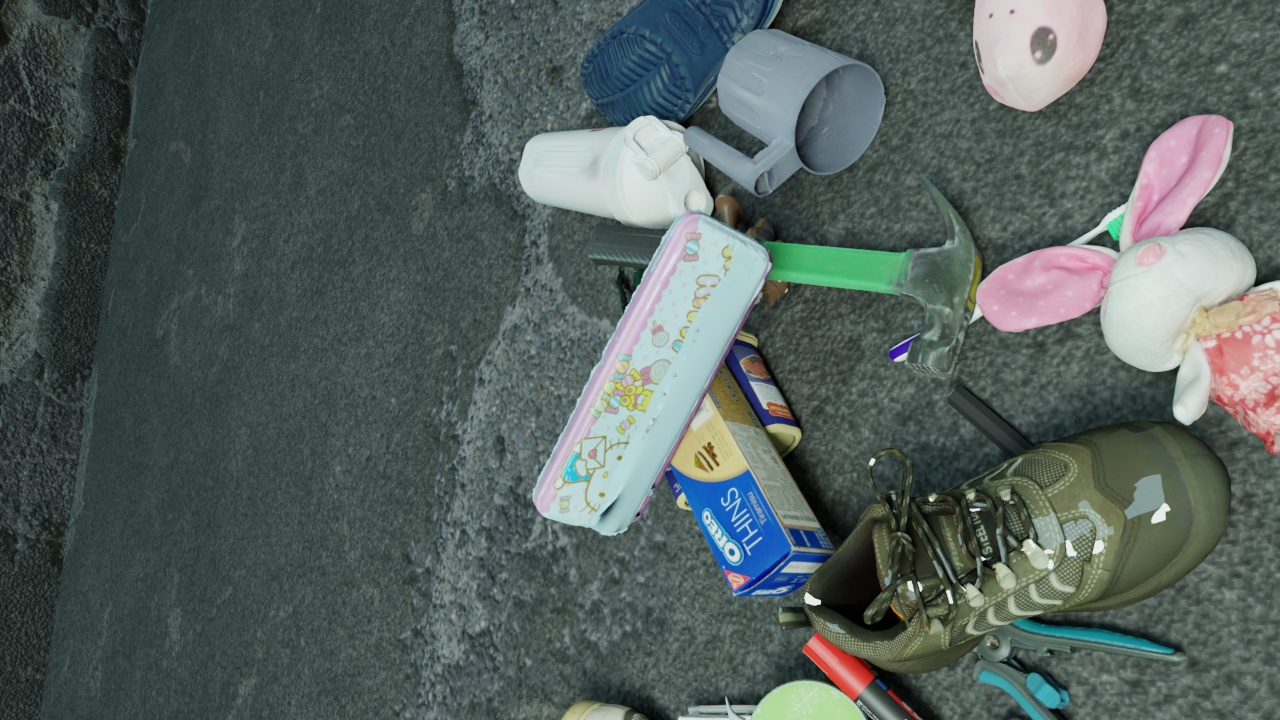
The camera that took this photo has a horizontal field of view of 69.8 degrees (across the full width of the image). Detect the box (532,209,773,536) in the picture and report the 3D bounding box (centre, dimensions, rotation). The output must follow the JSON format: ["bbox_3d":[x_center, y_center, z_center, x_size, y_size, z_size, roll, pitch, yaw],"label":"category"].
[{"bbox_3d":[-0.003,0.004,0.590,0.089,0.092,0.214,37,104,43],"label":"box"}]

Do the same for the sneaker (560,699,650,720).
[{"bbox_3d":[-0.013,0.378,0.672,0.103,0.089,0.241,-14,65,35],"label":"sneaker"}]

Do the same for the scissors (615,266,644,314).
[{"bbox_3d":[-0.021,-0.005,0.810,0.201,0.015,0.202,-92,22,-46],"label":"scissors"}]

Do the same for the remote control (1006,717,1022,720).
[{"bbox_3d":[0.246,0.251,0.475,0.041,0.020,0.152,-47,44,-7],"label":"remote control"}]

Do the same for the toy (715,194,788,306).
[{"bbox_3d":[0.089,-0.085,0.722,0.055,0.041,0.101,-13,62,25],"label":"toy"}]

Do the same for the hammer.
[{"bbox_3d":[0.088,-0.075,0.674,0.319,0.032,0.130,11,80,38],"label":"hammer"}]

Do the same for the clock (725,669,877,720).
[{"bbox_3d":[0.116,0.244,0.580,0.119,0.042,0.094,-15,66,9],"label":"clock"}]

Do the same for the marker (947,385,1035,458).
[{"bbox_3d":[0.232,0.056,0.549,0.124,0.017,0.021,51,160,43],"label":"marker"}]

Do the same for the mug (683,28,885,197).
[{"bbox_3d":[0.103,-0.186,0.694,0.124,0.084,0.104,-41,46,-2],"label":"mug"}]

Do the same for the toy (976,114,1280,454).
[{"bbox_3d":[0.287,-0.024,0.470,0.159,0.084,0.194,-40,50,14],"label":"toy"}]

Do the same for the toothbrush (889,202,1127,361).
[{"bbox_3d":[0.235,-0.046,0.578,0.187,0.015,0.016,-37,58,34],"label":"toothbrush"}]

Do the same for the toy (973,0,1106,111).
[{"bbox_3d":[0.256,-0.278,0.571,0.190,0.087,0.238,0,82,41],"label":"toy"}]

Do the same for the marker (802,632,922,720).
[{"bbox_3d":[0.159,0.218,0.547,0.145,0.023,0.021,41,133,24],"label":"marker"}]

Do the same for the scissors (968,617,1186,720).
[{"bbox_3d":[0.231,0.170,0.516,0.125,0.019,0.155,-44,47,24],"label":"scissors"}]

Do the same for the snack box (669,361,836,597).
[{"bbox_3d":[0.053,0.061,0.627,0.057,0.056,0.206,-45,52,25],"label":"snack box"}]

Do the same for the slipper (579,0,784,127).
[{"bbox_3d":[0.045,-0.279,0.794,0.095,0.105,0.253,-45,12,-32],"label":"slipper"}]

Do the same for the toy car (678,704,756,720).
[{"bbox_3d":[0.074,0.261,0.639,0.113,0.039,0.039,-19,65,42],"label":"toy car"}]

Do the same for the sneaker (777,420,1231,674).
[{"bbox_3d":[0.166,0.093,0.486,0.239,0.142,0.101,-44,43,37],"label":"sneaker"}]

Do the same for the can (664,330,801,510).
[{"bbox_3d":[0.058,0.048,0.706,0.116,0.056,0.092,-45,52,28],"label":"can"}]

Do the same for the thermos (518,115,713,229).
[{"bbox_3d":[-0.031,-0.172,0.837,0.221,0.099,0.099,19,92,51],"label":"thermos"}]
